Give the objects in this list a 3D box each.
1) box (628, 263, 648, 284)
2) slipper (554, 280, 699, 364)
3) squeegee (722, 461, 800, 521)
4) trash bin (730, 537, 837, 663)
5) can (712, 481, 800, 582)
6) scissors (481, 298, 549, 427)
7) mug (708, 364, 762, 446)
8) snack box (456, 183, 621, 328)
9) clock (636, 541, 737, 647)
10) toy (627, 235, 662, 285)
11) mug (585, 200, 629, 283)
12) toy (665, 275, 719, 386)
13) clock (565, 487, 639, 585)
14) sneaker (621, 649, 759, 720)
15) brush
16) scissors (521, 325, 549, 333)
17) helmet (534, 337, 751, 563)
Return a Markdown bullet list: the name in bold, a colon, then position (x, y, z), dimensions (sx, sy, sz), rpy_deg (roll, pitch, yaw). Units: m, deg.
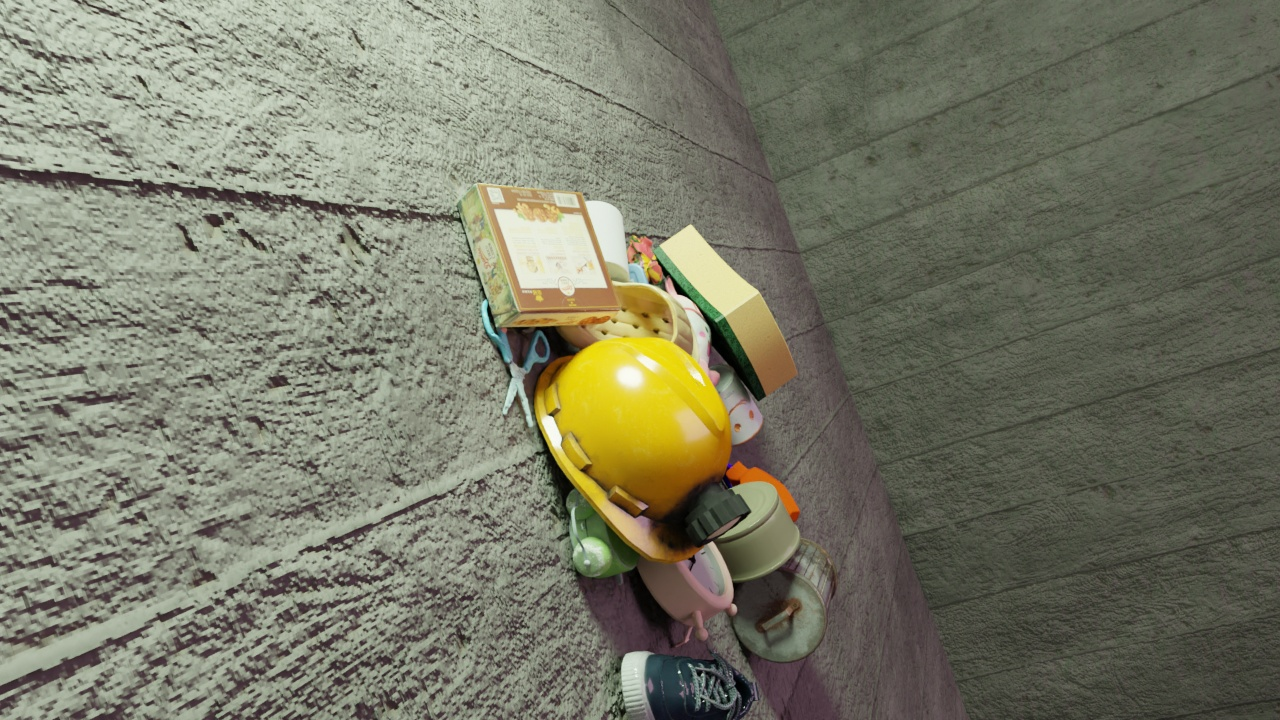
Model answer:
- **box**: position (0.003, -0.019, 1.216), dimensions (0.079, 0.072, 0.210), rpy_deg (39, 32, -79)
- **slipper**: position (0.004, -0.049, 1.080), dimensions (0.261, 0.079, 0.111), rpy_deg (13, 63, -48)
- **squeegee**: position (0.173, 0.189, 1.350), dimensions (0.250, 0.055, 0.185), rpy_deg (58, -13, -30)
- **trash bin**: position (0.211, 0.338, 1.315), dimensions (0.131, 0.131, 0.210), rpy_deg (71, 18, 3)
- **can**: position (0.142, 0.230, 1.239), dimensions (0.073, 0.128, 0.127), rpy_deg (62, 21, -17)
- **scissors**: position (-0.119, 0.004, 0.927), dimensions (0.119, 0.015, 0.138), rpy_deg (-1, 76, -61)
- **mug**: position (0.134, 0.071, 1.441), dimensions (0.105, 0.082, 0.082), rpy_deg (57, 23, -29)
- **snack box**: position (-0.103, -0.107, 0.951), dimensions (0.142, 0.041, 0.147), rpy_deg (-5, 71, -46)
- **clock**: position (0.039, 0.238, 1.053), dimensions (0.160, 0.086, 0.131), rpy_deg (64, 19, 11)
- **toy**: position (0.004, -0.150, 1.371), dimensions (0.084, 0.046, 0.103), rpy_deg (48, 21, -19)
- **mug**: position (-0.070, -0.139, 1.126), dimensions (0.111, 0.079, 0.096), rpy_deg (17, 50, -31)
- **toy**: position (0.061, -0.008, 1.321), dimensions (0.142, 0.084, 0.212), rpy_deg (47, 31, -50)
- **clock**: position (-0.039, 0.176, 0.932), dimensions (0.119, 0.043, 0.094), rpy_deg (36, 38, -57)
- **sneaker**: position (0.057, 0.346, 0.954), dimensions (0.235, 0.087, 0.089), rpy_deg (37, 38, -58)
- **brush**: position (0.130, -0.076, 1.432), dimensions (0.250, 0.075, 0.195), rpy_deg (54, -2, 47)
- **scissors**: position (-0.108, -0.069, 1.025), dimensions (0.131, 0.019, 0.149), rpy_deg (34, 41, -55)
- **helmet**: position (0.020, 0.063, 0.941), dimensions (0.204, 0.132, 0.255), rpy_deg (-8, 59, -52)
